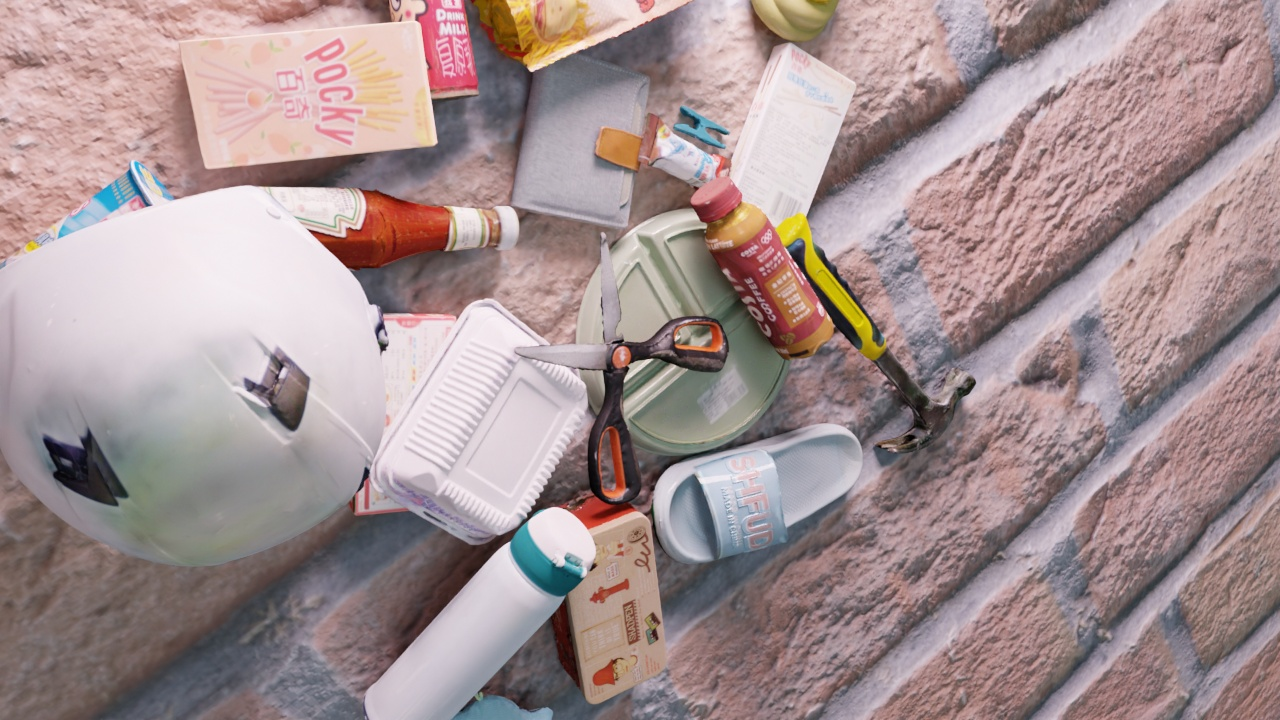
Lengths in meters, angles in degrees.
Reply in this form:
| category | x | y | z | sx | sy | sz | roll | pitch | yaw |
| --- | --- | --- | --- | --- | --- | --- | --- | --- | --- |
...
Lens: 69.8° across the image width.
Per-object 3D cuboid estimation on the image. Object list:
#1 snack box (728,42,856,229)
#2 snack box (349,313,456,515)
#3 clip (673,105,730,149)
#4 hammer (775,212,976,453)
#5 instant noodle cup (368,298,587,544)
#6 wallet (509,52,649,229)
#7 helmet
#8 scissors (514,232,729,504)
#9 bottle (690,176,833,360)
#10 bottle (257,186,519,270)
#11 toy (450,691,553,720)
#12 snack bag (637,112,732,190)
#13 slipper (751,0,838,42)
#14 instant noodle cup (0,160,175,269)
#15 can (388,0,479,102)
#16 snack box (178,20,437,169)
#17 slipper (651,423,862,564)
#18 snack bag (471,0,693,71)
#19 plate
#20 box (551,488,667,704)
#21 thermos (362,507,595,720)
| category | x | y | z | sx | sy | sz | roll | pitch | yaw |
| --- | --- | --- | --- | --- | --- | --- | --- | --- | --- |
| snack box | 0.134 | -0.198 | 0.840 | 0.084 | 0.027 | 0.157 | 21 | 90 | -29 |
| snack box | -0.186 | 0.041 | 0.720 | 0.077 | 0.027 | 0.156 | -1 | 101 | -28 |
| clip | 0.054 | -0.203 | 0.806 | 0.057 | 0.014 | 0.046 | 17 | 90 | -28 |
| hammer | 0.224 | -0.020 | 0.907 | 0.323 | 0.032 | 0.126 | 43 | 80 | -33 |
| instant noodle cup | -0.112 | 0.055 | 0.721 | 0.138 | 0.060 | 0.173 | 41 | 74 | -39 |
| wallet | -0.044 | -0.178 | 0.746 | 0.106 | 0.037 | 0.130 | 8 | 97 | -28 |
| helmet | -0.257 | 0.038 | 0.558 | 0.228 | 0.145 | 0.259 | -22 | 139 | -12 |
| scissors | -0.005 | 0.006 | 0.750 | 0.220 | 0.022 | 0.230 | -20 | 114 | -38 |
| bottle | 0.105 | -0.079 | 0.799 | 0.057 | 0.057 | 0.175 | -44 | 117 | -14 |
| bottle | -0.190 | -0.096 | 0.675 | 0.205 | 0.060 | 0.060 | -6 | 102 | -30 |
| toy | -0.147 | 0.354 | 0.791 | 0.161 | 0.050 | 0.156 | -16 | 114 | -16 |
| snack bag | 0.039 | -0.172 | 0.788 | 0.104 | 0.026 | 0.048 | 22 | 78 | -45 |
| slipper | 0.153 | -0.376 | 0.787 | 0.091 | 0.082 | 0.190 | 12 | 92 | -26 |
| instant noodle cup | -0.341 | -0.057 | 0.587 | 0.109 | 0.099 | 0.099 | -34 | 113 | -11 |
| can | -0.154 | -0.256 | 0.663 | 0.053 | 0.053 | 0.133 | -15 | 107 | -25 |
| snack box | -0.224 | -0.182 | 0.630 | 0.157 | 0.026 | 0.084 | -8 | 105 | -6 |
| slipper | 0.122 | 0.128 | 0.873 | 0.245 | 0.074 | 0.104 | -17 | 108 | -25 |
| snack bag | -0.030 | -0.308 | 0.707 | 0.207 | 0.073 | 0.128 | -33 | 86 | -18 |
| plate | 0.050 | -0.022 | 0.832 | 0.229 | 0.027 | 0.230 | -6 | 103 | -26 |
| box | -0.039 | 0.204 | 0.810 | 0.091 | 0.078 | 0.168 | -17 | 114 | -25 |
| thermos | -0.125 | 0.208 | 0.722 | 0.073 | 0.073 | 0.224 | 36 | 104 | -28 |
